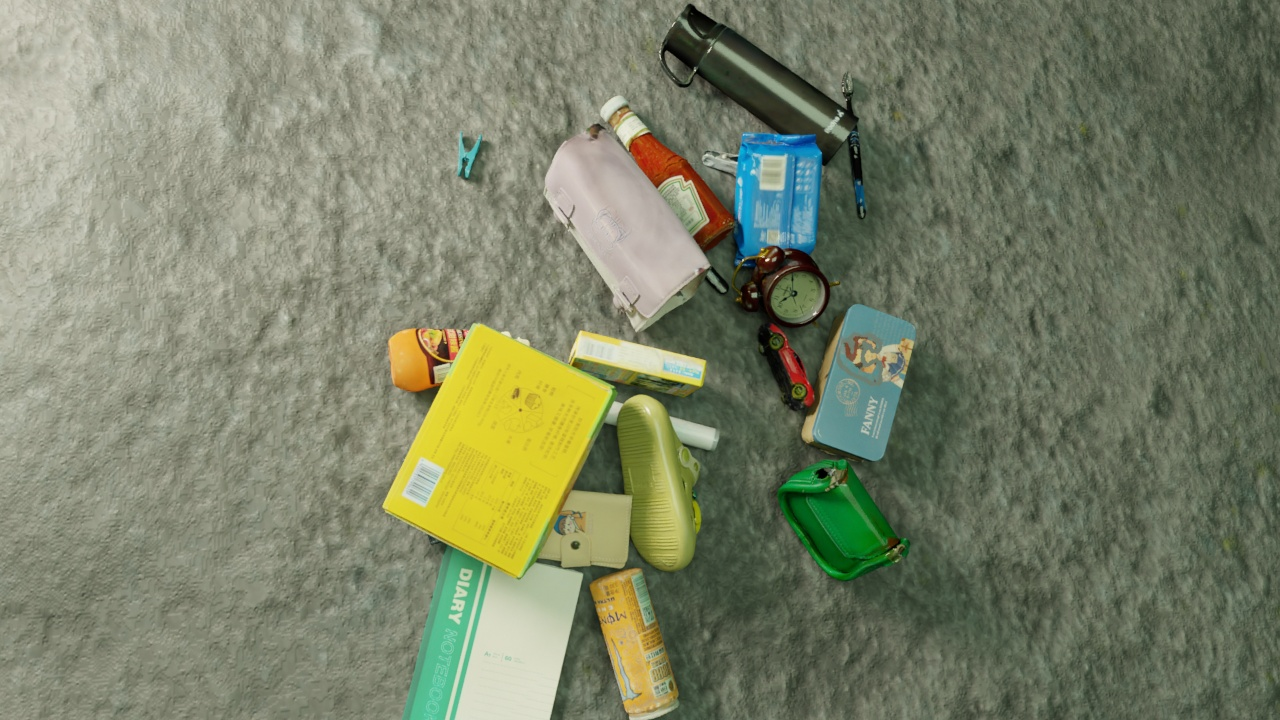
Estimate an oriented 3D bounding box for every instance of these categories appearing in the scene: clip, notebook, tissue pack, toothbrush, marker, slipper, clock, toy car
[{"bbox_3d":[0.101,-0.235,1.087,0.058,0.027,0.044,18,60,3],"label":"clip"},{"bbox_3d":[-0.155,0.309,0.955,0.150,0.012,0.209,14,78,-5],"label":"notebook"},{"bbox_3d":[0.156,-0.182,1.060,0.095,0.052,0.157,0,101,-11],"label":"tissue pack"},{"bbox_3d":[-0.197,-0.234,1.046,0.039,0.014,0.055,8,79,-7],"label":"clip"},{"bbox_3d":[-0.021,0.061,1.014,0.221,0.027,0.026,15,60,-5],"label":"toothbrush"},{"bbox_3d":[0.059,-0.125,1.065,0.018,0.015,0.124,-43,90,-15],"label":"marker"},{"bbox_3d":[0.031,0.127,0.977,0.081,0.092,0.190,-13,93,-36],"label":"slipper"},{"bbox_3d":[0.158,-0.084,1.033,0.122,0.055,0.082,18,112,-19],"label":"clock"},{"bbox_3d":[0.165,0.006,1.041,0.031,0.049,0.106,-24,84,-13],"label":"toy car"},{"bbox_3d":[0.262,-0.265,1.123,0.014,0.016,0.189,-4,81,-2],"label":"toothbrush"}]

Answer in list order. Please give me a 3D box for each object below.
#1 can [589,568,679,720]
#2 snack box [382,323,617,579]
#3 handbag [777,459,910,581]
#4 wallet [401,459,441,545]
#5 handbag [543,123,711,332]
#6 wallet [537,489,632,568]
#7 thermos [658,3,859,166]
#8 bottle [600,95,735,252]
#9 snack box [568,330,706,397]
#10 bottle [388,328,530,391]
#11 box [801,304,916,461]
[{"bbox_3d":[-0.006,0.294,0.956,0.058,0.058,0.146,-16,82,-12],"label":"can"},{"bbox_3d":[-0.137,0.089,0.922,0.157,0.070,0.210,26,89,3],"label":"snack box"},{"bbox_3d":[0.216,0.169,0.984,0.067,0.120,0.131,-33,84,-19],"label":"handbag"},{"bbox_3d":[-0.182,0.131,0.980,0.120,0.019,0.097,-19,83,-14],"label":"wallet"},{"bbox_3d":[-0.019,-0.140,0.990,0.098,0.145,0.197,-34,86,-16],"label":"handbag"},{"bbox_3d":[-0.069,0.178,0.968,0.115,0.024,0.087,5,103,1],"label":"wallet"},{"bbox_3d":[0.135,-0.319,1.091,0.242,0.068,0.090,34,91,0],"label":"thermos"},{"bbox_3d":[0.027,-0.218,1.057,0.059,0.060,0.206,-35,82,-13],"label":"bottle"},{"bbox_3d":[-0.006,0.006,0.994,0.140,0.087,0.033,15,78,-6],"label":"snack box"},{"bbox_3d":[-0.191,-0.006,0.984,0.149,0.067,0.066,-7,81,-17],"label":"bottle"},{"bbox_3d":[0.245,0.033,1.044,0.090,0.060,0.184,17,76,-5],"label":"box"}]
